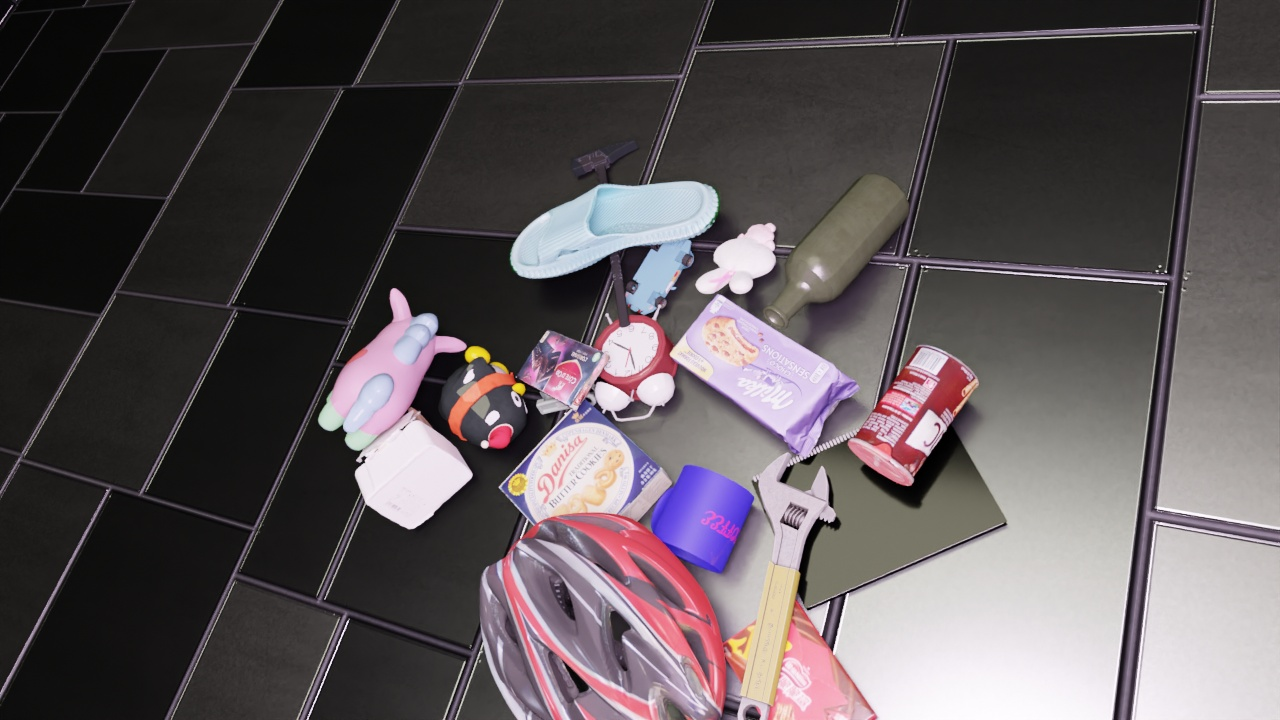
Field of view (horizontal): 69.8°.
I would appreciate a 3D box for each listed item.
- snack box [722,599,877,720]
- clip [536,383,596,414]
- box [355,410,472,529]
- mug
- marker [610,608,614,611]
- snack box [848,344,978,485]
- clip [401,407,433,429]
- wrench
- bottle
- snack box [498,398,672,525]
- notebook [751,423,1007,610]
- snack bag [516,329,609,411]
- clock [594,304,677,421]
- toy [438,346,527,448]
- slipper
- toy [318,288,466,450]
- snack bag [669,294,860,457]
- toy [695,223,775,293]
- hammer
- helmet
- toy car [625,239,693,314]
[{"bbox_3d":[0.146,0.301,0.863,0.089,0.021,0.133,-37,54,2],"label":"snack box"},{"bbox_3d":[-0.087,0.045,1.100,0.076,0.023,0.047,-9,44,20],"label":"clip"},{"bbox_3d":[-0.289,0.114,1.111,0.110,0.103,0.130,-43,47,-1],"label":"box"},{"bbox_3d":[0.054,0.161,0.952,0.111,0.079,0.083,4,63,54],"label":"mug"},{"bbox_3d":[-0.075,0.268,0.981,0.146,0.019,0.019,-16,59,16],"label":"marker"},{"bbox_3d":[0.265,0.053,0.891,0.072,0.072,0.121,32,80,33],"label":"snack box"},{"bbox_3d":[-0.283,0.082,1.171,0.062,0.025,0.047,6,63,34],"label":"clip"},{"bbox_3d":[0.132,0.219,0.890,0.084,0.018,0.272,5,64,27],"label":"wrench"},{"bbox_3d":[0.209,-0.115,1.004,0.071,0.071,0.206,31,68,33],"label":"bottle"},{"bbox_3d":[-0.064,0.139,1.030,0.144,0.042,0.145,-47,56,-6],"label":"snack box"},{"bbox_3d":[0.231,0.139,0.916,0.207,0.016,0.149,-26,57,9],"label":"notebook"},{"bbox_3d":[-0.094,0.009,1.092,0.074,0.018,0.155,-57,34,-8],"label":"snack bag"},{"bbox_3d":[-0.006,0.006,1.071,0.096,0.048,0.137,-8,60,20],"label":"clock"},{"bbox_3d":[-0.181,0.058,1.098,0.099,0.097,0.119,-45,65,-3],"label":"toy"},{"bbox_3d":[-0.040,-0.174,1.121,0.277,0.069,0.115,-11,49,16],"label":"slipper"},{"bbox_3d":[-0.312,0.015,1.136,0.171,0.120,0.222,-49,15,4],"label":"toy"},{"bbox_3d":[0.131,0.014,1.000,0.205,0.058,0.096,38,85,35],"label":"snack bag"},{"bbox_3d":[0.121,-0.118,1.084,0.076,0.037,0.125,10,48,32],"label":"toy"},{"bbox_3d":[-0.031,-0.167,1.165,0.095,0.015,0.324,-19,50,11],"label":"hammer"},{"bbox_3d":[-0.040,0.276,0.874,0.218,0.166,0.272,-42,74,16],"label":"helmet"},{"bbox_3d":[0.025,-0.103,1.128,0.060,0.027,0.107,31,89,33],"label":"toy car"}]
